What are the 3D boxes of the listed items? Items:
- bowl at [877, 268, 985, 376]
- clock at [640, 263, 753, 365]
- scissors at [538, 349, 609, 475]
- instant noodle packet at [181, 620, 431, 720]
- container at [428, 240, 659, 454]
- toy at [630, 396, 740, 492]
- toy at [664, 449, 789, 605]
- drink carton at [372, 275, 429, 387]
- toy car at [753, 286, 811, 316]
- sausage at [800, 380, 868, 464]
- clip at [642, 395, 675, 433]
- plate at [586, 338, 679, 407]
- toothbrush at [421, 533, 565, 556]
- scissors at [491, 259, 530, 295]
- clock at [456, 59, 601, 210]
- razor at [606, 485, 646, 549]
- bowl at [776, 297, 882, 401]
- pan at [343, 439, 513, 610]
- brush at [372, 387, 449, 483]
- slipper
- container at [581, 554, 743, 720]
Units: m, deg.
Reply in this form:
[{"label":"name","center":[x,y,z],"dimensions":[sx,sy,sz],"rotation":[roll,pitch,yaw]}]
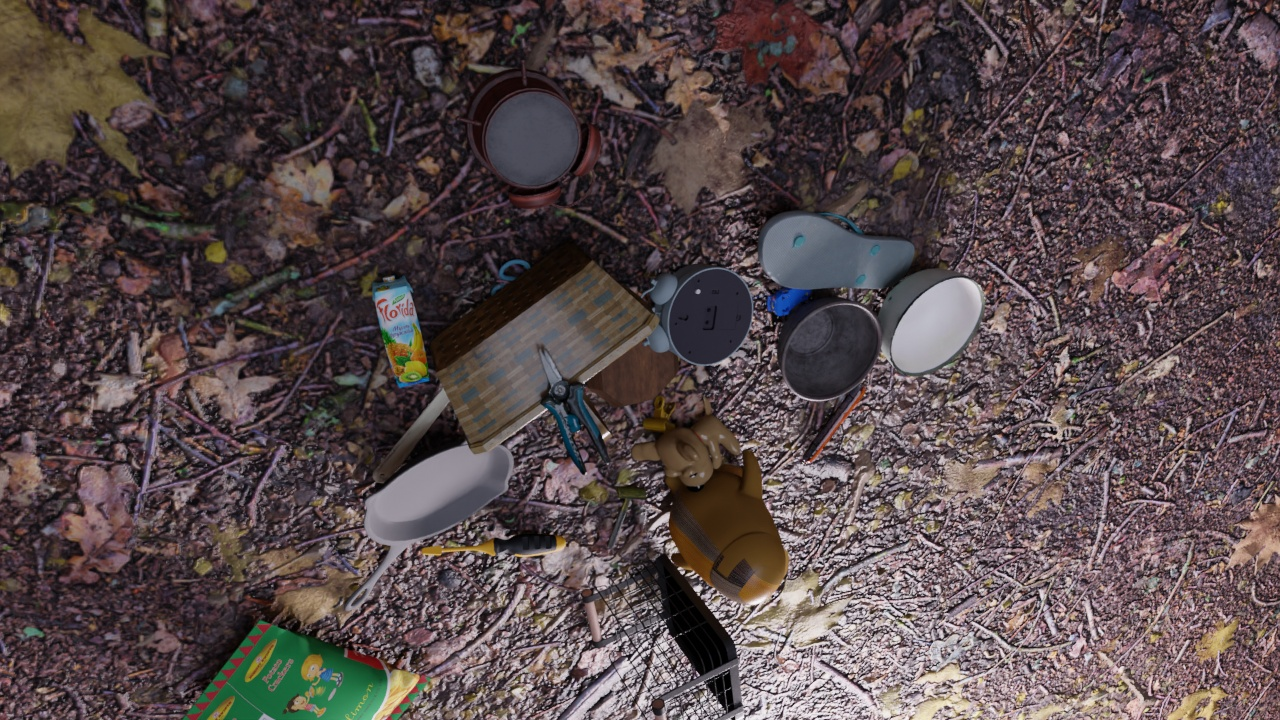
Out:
[{"label":"bowl","center":[0.378,-0.060,1.232],"dimensions":[0.153,0.073,0.154],"rotation":[-14,127,-20]},{"label":"clock","center":[0.065,-0.058,1.123],"dimensions":[0.159,0.045,0.122],"rotation":[-1,106,-28]},{"label":"scissors","center":[-0.079,0.059,0.971],"dimensions":[0.129,0.019,0.137],"rotation":[19,99,-19]},{"label":"instant noodle packet","center":[-0.436,0.449,1.205],"dimensions":[0.252,0.090,0.196],"rotation":[33,103,-32]},{"label":"container","center":[-0.097,0.006,1.042],"dimensions":[0.250,0.157,0.186],"rotation":[-36,115,-2]},{"label":"toy","center":[0.070,0.116,1.216],"dimensions":[0.108,0.134,0.106],"rotation":[-30,104,-35]},{"label":"toy","center":[0.127,0.241,1.233],"dimensions":[0.162,0.203,0.199],"rotation":[25,106,-30]},{"label":"drink carton","center":[-0.269,-0.033,1.033],"dimensions":[0.044,0.038,0.129],"rotation":[-13,121,-13]},{"label":"toy car","center":[0.172,-0.086,1.185],"dimensions":[0.091,0.062,0.033],"rotation":[-34,131,-37]},{"label":"sausage","center":[0.277,0.091,1.317],"dimensions":[0.020,0.020,0.155],"rotation":[25,106,-30]},{"label":"clip","center":[0.033,0.074,1.207],"dimensions":[0.039,0.053,0.047],"rotation":[26,75,-29]},{"label":"plate","center":[-0.007,0.007,1.160],"dimensions":[0.131,0.025,0.131],"rotation":[-9,120,-16]},{"label":"toothbrush","center":[-0.192,0.247,1.217],"dimensions":[0.196,0.031,0.031],"rotation":[2,159,-26]},{"label":"scissors","center":[-0.106,-0.090,1.082],"dimensions":[0.138,0.015,0.063],"rotation":[-1,116,-27]},{"label":"clock","center":[-0.110,-0.228,0.964],"dimensions":[0.120,0.072,0.157],"rotation":[-40,123,4]},{"label":"razor","center":[-0.028,0.220,1.274],"dimensions":[0.042,0.026,0.106],"rotation":[6,119,-26]},{"label":"bowl","center":[0.237,-0.025,1.209],"dimensions":[0.144,0.067,0.145],"rotation":[-9,120,-16]},{"label":"pan","center":[-0.282,0.198,1.138],"dimensions":[0.216,0.024,0.355],"rotation":[6,131,-52]},{"label":"brush","center":[-0.257,0.068,1.111],"dimensions":[0.033,0.012,0.218],"rotation":[33,104,-31]},{"label":"slipper","center":[0.239,-0.136,1.166],"dimensions":[0.268,0.054,0.098],"rotation":[6,118,-36]},{"label":"container","center":[0.030,0.407,1.276],"dimensions":[0.130,0.241,0.163],"rotation":[-20,123,-19]}]
